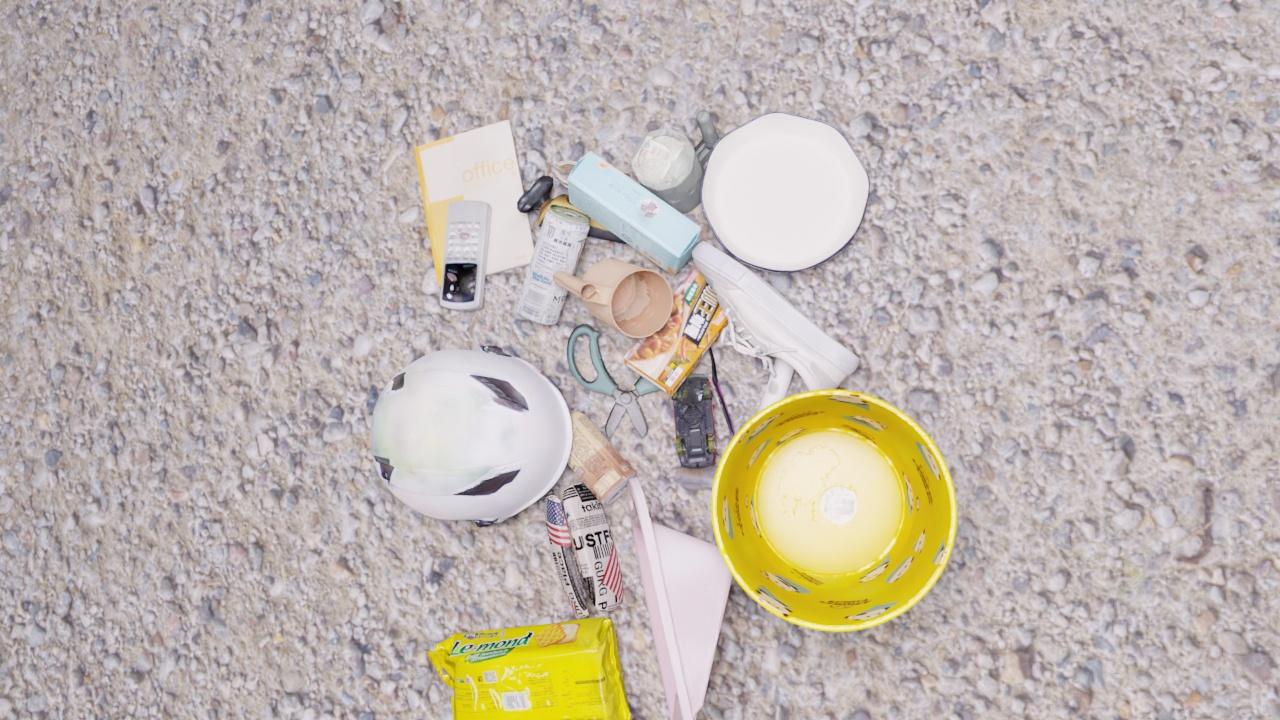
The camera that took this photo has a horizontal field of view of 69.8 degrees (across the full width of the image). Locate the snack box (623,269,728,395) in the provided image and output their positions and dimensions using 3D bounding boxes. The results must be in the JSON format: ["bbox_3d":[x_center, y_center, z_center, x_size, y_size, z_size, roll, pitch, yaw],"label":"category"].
[{"bbox_3d":[0.053,-0.036,1.147,0.075,0.026,0.153,34,74,15],"label":"snack box"}]

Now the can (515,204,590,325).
[{"bbox_3d":[-0.112,-0.121,1.173,0.058,0.058,0.147,25,109,13],"label":"can"}]

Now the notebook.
[{"bbox_3d":[-0.227,-0.215,1.255,0.146,0.010,0.206,-13,81,10],"label":"notebook"}]

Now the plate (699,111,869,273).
[{"bbox_3d":[0.178,-0.206,1.146,0.205,0.045,0.204,-1,82,6],"label":"plate"}]

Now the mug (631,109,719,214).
[{"bbox_3d":[0.050,-0.252,1.157,0.083,0.103,0.124,42,93,13],"label":"mug"}]

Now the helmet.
[{"bbox_3d":[-0.228,0.088,1.124,0.259,0.145,0.229,4,85,28],"label":"helmet"}]

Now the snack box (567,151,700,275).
[{"bbox_3d":[-0.009,-0.182,1.141,0.175,0.074,0.051,35,78,5],"label":"snack box"}]

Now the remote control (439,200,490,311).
[{"bbox_3d":[-0.236,-0.141,1.231,0.058,0.021,0.150,2,83,13],"label":"remote control"}]

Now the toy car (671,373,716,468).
[{"bbox_3d":[0.067,0.076,1.141,0.053,0.045,0.120,-5,76,9],"label":"toy car"}]

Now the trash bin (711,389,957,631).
[{"bbox_3d":[0.204,0.157,0.994,0.230,0.255,0.229,-1,82,11],"label":"trash bin"}]

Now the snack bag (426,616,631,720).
[{"bbox_3d":[-0.129,0.405,1.112,0.247,0.068,0.158,-9,95,11],"label":"snack bag"}]

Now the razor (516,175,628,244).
[{"bbox_3d":[-0.078,-0.193,1.202,0.167,0.062,0.068,20,116,8],"label":"razor"}]

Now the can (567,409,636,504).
[{"bbox_3d":[-0.061,0.121,1.154,0.058,0.058,0.116,-43,77,3],"label":"can"}]

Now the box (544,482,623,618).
[{"bbox_3d":[-0.084,0.239,1.148,0.088,0.076,0.163,-20,82,29],"label":"box"}]

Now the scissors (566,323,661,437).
[{"bbox_3d":[-0.007,0.007,1.179,0.181,0.019,0.170,-31,77,5],"label":"scissors"}]

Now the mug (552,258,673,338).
[{"bbox_3d":[-0.037,-0.083,1.127,0.124,0.103,0.084,10,100,-28],"label":"mug"}]

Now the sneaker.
[{"bbox_3d":[0.143,-0.043,1.101,0.242,0.089,0.091,42,100,15],"label":"sneaker"}]

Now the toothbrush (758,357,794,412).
[{"bbox_3d":[0.161,0.056,1.134,0.027,0.026,0.221,16,86,47],"label":"toothbrush"}]

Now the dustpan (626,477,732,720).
[{"bbox_3d":[0.015,0.282,1.044,0.139,0.223,0.273,16,73,1],"label":"dustpan"}]

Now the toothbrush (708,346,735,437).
[{"bbox_3d":[0.099,0.046,1.155,0.018,0.014,0.189,-20,80,18],"label":"toothbrush"}]

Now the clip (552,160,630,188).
[{"bbox_3d":[-0.069,-0.233,1.217,0.099,0.034,0.066,22,86,5],"label":"clip"}]
